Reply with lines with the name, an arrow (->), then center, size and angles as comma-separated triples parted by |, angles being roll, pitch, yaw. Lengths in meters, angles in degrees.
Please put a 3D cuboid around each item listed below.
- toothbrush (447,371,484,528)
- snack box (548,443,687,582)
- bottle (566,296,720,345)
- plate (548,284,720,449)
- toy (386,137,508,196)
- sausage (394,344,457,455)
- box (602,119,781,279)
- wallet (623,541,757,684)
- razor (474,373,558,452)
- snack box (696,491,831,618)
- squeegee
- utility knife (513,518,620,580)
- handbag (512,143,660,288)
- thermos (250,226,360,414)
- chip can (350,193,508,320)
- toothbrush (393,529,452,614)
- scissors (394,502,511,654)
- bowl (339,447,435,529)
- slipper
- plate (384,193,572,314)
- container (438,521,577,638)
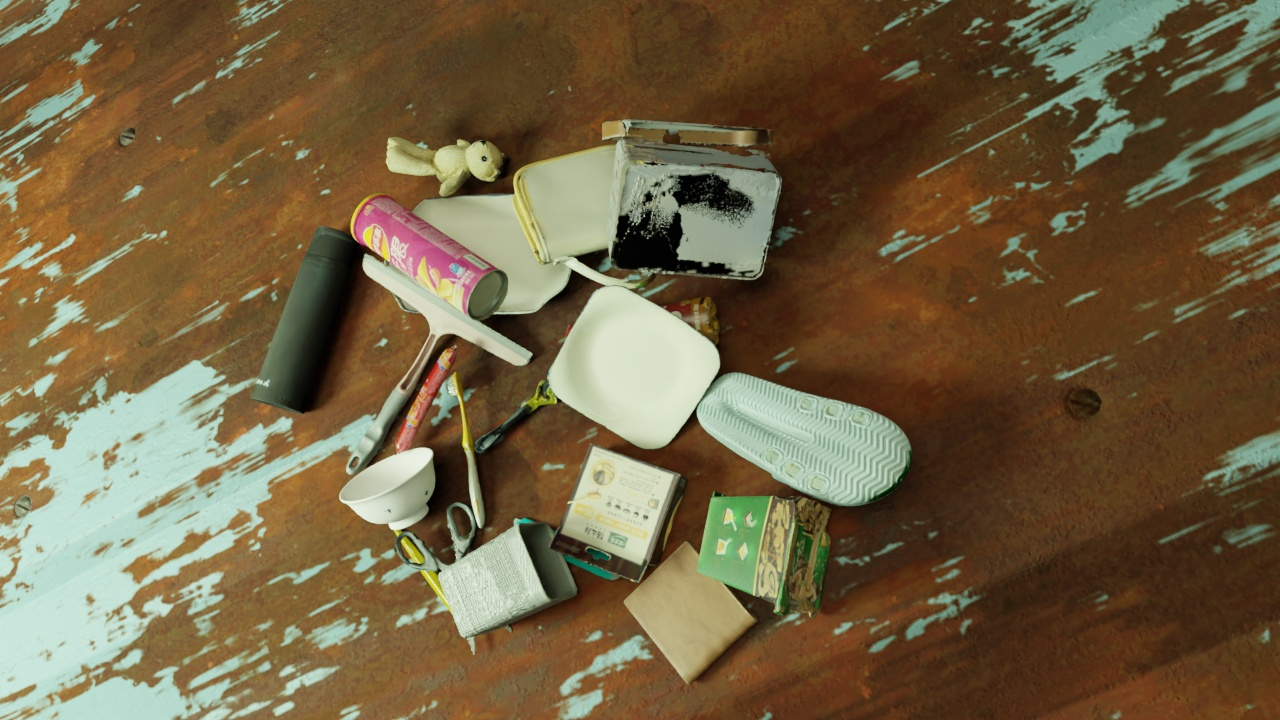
toothbrush -> -0.210, 0.107, 1.102 | 0.018, 0.016, 0.191 | -15, 79, 20
snack box -> -0.024, 0.169, 1.016 | 0.113, 0.053, 0.125 | 17, 81, 21
bottle -> 0.001, -0.034, 1.063 | 0.175, 0.057, 0.057 | -8, 73, 15
plate -> -0.006, 0.006, 1.030 | 0.163, 0.034, 0.165 | 32, 115, -2
toy -> -0.253, -0.263, 1.195 | 0.157, 0.066, 0.105 | 6, 46, 1
sausage -> -0.262, 0.048, 1.118 | 0.020, 0.020, 0.156 | 29, 93, 23
box -> 0.046, -0.206, 1.046 | 0.183, 0.157, 0.192 | 4, 30, -9
wallet -> 0.052, 0.268, 0.984 | 0.101, 0.020, 0.115 | -44, 64, 3
razor -> -0.141, 0.064, 1.101 | 0.143, 0.022, 0.042 | -38, 98, 2
snack box -> 0.124, 0.194, 0.939 | 0.106, 0.118, 0.117 | 5, 75, 32
squeegee -> -0.299, 0.035, 1.151 | 0.247, 0.040, 0.249 | 31, 92, 5
utility knife -> -0.082, 0.213, 1.046 | 0.157, 0.013, 0.029 | 19, 79, 24
handbag -> -0.054, -0.157, 1.090 | 0.163, 0.063, 0.178 | -17, 74, -15
thermos -> -0.442, -0.054, 1.215 | 0.090, 0.068, 0.242 | 0, 70, 51
chip can -> -0.261, -0.128, 1.128 | 0.210, 0.071, 0.071 | 33, 87, 23
toothbrush -> -0.273, 0.231, 1.098 | 0.016, 0.016, 0.190 | -46, 67, 3
scissors -> -0.215, 0.247, 1.068 | 0.159, 0.014, 0.175 | 10, 69, 6
bowl -> -0.288, 0.161, 1.090 | 0.118, 0.118, 0.065 | -18, 107, 12
slipper -> 0.167, 0.085, 0.970 | 0.246, 0.074, 0.104 | 23, 75, 38
plate -> -0.202, -0.131, 1.169 | 0.266, 0.034, 0.162 | 0, 75, 18
container -> -0.148, 0.243, 1.006 | 0.114, 0.090, 0.090 | -29, 73, 11
